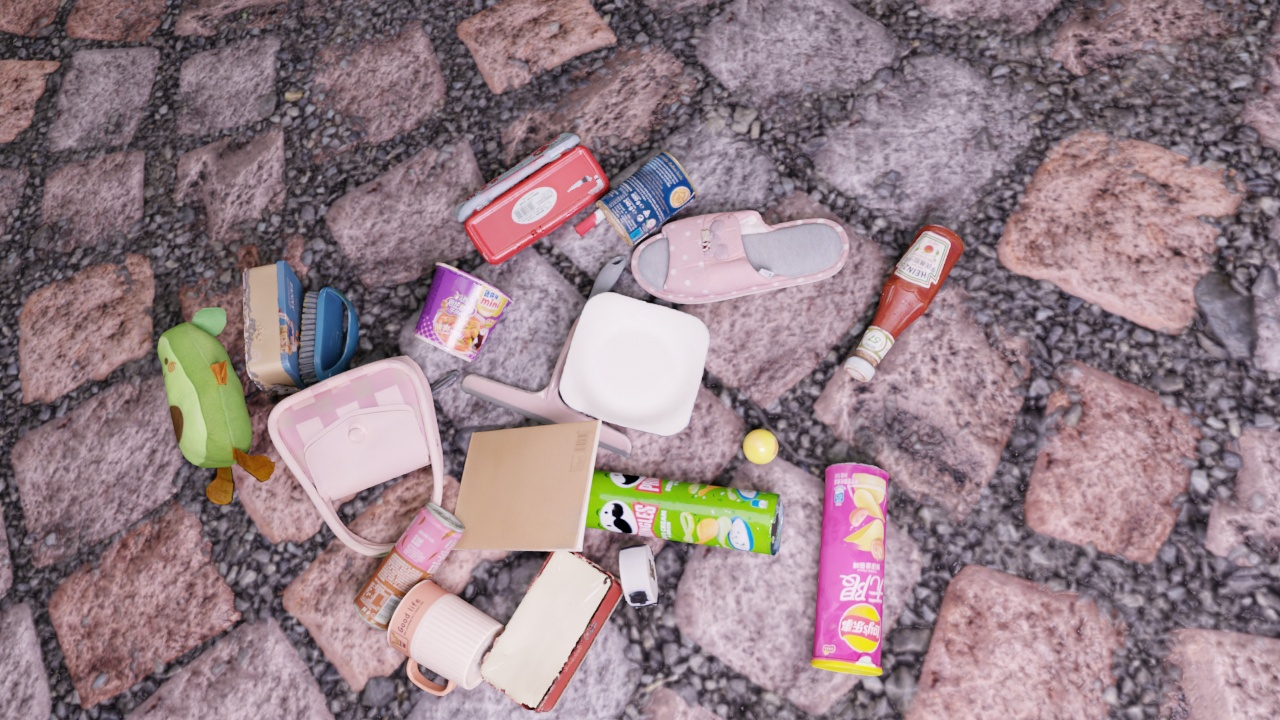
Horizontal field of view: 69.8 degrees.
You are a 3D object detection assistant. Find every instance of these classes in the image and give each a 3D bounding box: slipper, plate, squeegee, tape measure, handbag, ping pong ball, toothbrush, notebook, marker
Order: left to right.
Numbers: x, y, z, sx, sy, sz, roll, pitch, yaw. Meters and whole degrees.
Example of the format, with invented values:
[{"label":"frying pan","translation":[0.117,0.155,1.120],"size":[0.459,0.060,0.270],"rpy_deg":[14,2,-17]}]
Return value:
[{"label":"handbag","translation":[-0.331,0.126,1.132],"size":[0.193,0.093,0.234],"rpy_deg":[-21,83,-2]},{"label":"toothbrush","translation":[-0.311,0.066,1.189],"size":[0.181,0.018,0.015],"rpy_deg":[-35,62,-4]},{"label":"notebook","translation":[-0.138,0.147,1.069],"size":[0.212,0.012,0.149],"rpy_deg":[-9,63,37]},{"label":"squeegee","translation":[-0.076,-0.035,1.163],"size":[0.248,0.040,0.249],"rpy_deg":[19,73,20]},{"label":"marker","translation":[-0.028,-0.217,1.238],"size":[0.145,0.017,0.017],"rpy_deg":[-39,65,-4]},{"label":"plate","translation":[-0.007,0.007,1.114],"size":[0.163,0.034,0.164],"rpy_deg":[16,69,1]},{"label":"tape measure","translation":[-0.001,0.238,1.016],"size":[0.033,0.066,0.065],"rpy_deg":[-12,66,7]},{"label":"slipper","translation":[0.121,-0.134,1.148],"size":[0.275,0.054,0.114],"rpy_deg":[-4,68,11]},{"label":"ping pong ball","translation":[0.138,0.099,1.055],"size":[0.040,0.040,0.040],"rpy_deg":[-5,67,11]}]

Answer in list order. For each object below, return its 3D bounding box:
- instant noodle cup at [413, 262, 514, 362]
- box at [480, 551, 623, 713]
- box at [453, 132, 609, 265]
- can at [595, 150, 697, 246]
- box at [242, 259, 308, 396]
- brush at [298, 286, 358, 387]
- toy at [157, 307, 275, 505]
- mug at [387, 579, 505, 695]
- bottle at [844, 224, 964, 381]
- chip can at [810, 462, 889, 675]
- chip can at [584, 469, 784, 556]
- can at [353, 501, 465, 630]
[{"label":"instant noodle cup","translation":[-0.231,-0.058,1.175],"size":[0.112,0.111,0.099],"rpy_deg":[21,83,20]},{"label":"box","translation":[-0.100,0.293,1.011],"size":[0.091,0.076,0.168],"rpy_deg":[27,76,21]},{"label":"box","translation":[-0.152,-0.226,1.260],"size":[0.201,0.098,0.119],"rpy_deg":[-35,96,-4]},{"label":"can","translation":[0.008,-0.209,1.194],"size":[0.111,0.075,0.075],"rpy_deg":[-38,65,-3]},{"label":"box","translation":[-0.490,-0.048,1.235],"size":[0.060,0.090,0.184],"rpy_deg":[-9,67,-4]},{"label":"brush","translation":[-0.415,-0.034,1.232],"size":[0.073,0.055,0.143],"rpy_deg":[-10,66,10]},{"label":"toy","translation":[-0.552,0.059,1.174],"size":[0.228,0.089,0.246],"rpy_deg":[-32,78,43]},{"label":"mug","translation":[-0.221,0.322,1.032],"size":[0.106,0.081,0.114],"rpy_deg":[23,102,19]},{"label":"bottle","translation":[0.304,-0.066,1.073],"size":[0.060,0.060,0.205],"rpy_deg":[30,77,22]},{"label":"chip can","translation":[0.222,0.218,0.969],"size":[0.071,0.071,0.210],"rpy_deg":[3,68,14]},{"label":"chip can","translation":[0.040,0.169,1.033],"size":[0.236,0.072,0.072],"rpy_deg":[6,69,15]},{"label":"can","translation":[-0.271,0.241,1.074],"size":[0.058,0.058,0.147],"rpy_deg":[35,86,23]}]
